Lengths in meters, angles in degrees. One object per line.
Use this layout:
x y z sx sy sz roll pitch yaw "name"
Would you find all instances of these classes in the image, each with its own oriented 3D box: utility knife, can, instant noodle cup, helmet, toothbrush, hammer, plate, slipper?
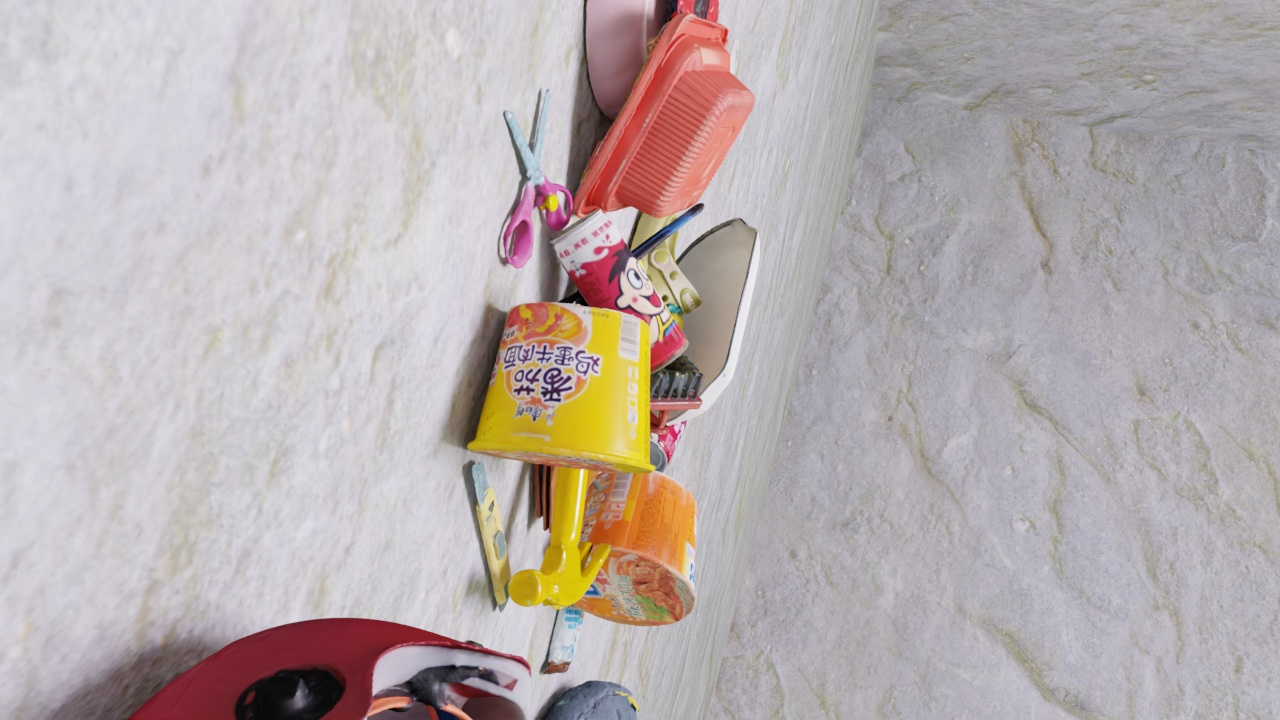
-0.122 0.143 0.744 0.030 0.020 0.190 -70 160 -45 "utility knife"
-0.017 -0.055 0.746 0.133 0.053 0.053 57 32 -13 "can"
-0.008 0.188 0.948 0.152 0.151 0.111 86 14 -47 "instant noodle cup"
-0.167 0.211 0.395 0.239 0.144 0.207 -8 110 -59 "helmet"
-0.012 -0.083 0.790 0.189 0.014 0.016 -39 150 -21 "toothbrush"
-0.052 0.022 0.680 0.138 0.138 0.109 42 53 -73 "instant noodle cup"
-0.054 0.059 0.790 0.128 0.033 0.300 24 71 -67 "hammer"
0.030 -0.195 0.786 0.189 0.079 0.164 -59 171 25 "instant noodle cup"
0.015 0.082 1.074 0.093 0.066 0.067 -60 157 -48 "can"
0.006 -0.301 0.783 0.192 0.039 0.192 13 89 -75 "plate"
0.064 -0.037 0.988 0.034 0.162 0.265 34 53 -27 "plate"
0.022 -0.074 0.955 0.091 0.082 0.190 38 63 -70 "slipper"

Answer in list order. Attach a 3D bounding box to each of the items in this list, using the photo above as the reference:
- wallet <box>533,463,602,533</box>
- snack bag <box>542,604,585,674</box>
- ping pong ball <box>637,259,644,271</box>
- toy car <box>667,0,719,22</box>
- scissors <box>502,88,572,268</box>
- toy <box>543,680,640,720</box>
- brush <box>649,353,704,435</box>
-0.065 0.091 0.869 0.130 0.035 0.119 -49 142 -59 "wallet"
-0.078 0.287 0.987 0.048 0.026 0.104 28 75 -60 "snack bag"
-0.016 -0.084 0.876 0.040 0.040 0.040 13 89 -75 "ping pong ball"
0.047 -0.303 0.794 0.106 0.031 0.049 -5 106 -72 "toy car"
-0.079 -0.127 0.668 0.133 0.017 0.130 68 40 -57 "scissors"
-0.061 0.433 1.047 0.137 0.091 0.356 -63 161 -6 "toy"
-0.005 0.005 0.847 0.063 0.146 0.069 1 121 -33 "brush"
